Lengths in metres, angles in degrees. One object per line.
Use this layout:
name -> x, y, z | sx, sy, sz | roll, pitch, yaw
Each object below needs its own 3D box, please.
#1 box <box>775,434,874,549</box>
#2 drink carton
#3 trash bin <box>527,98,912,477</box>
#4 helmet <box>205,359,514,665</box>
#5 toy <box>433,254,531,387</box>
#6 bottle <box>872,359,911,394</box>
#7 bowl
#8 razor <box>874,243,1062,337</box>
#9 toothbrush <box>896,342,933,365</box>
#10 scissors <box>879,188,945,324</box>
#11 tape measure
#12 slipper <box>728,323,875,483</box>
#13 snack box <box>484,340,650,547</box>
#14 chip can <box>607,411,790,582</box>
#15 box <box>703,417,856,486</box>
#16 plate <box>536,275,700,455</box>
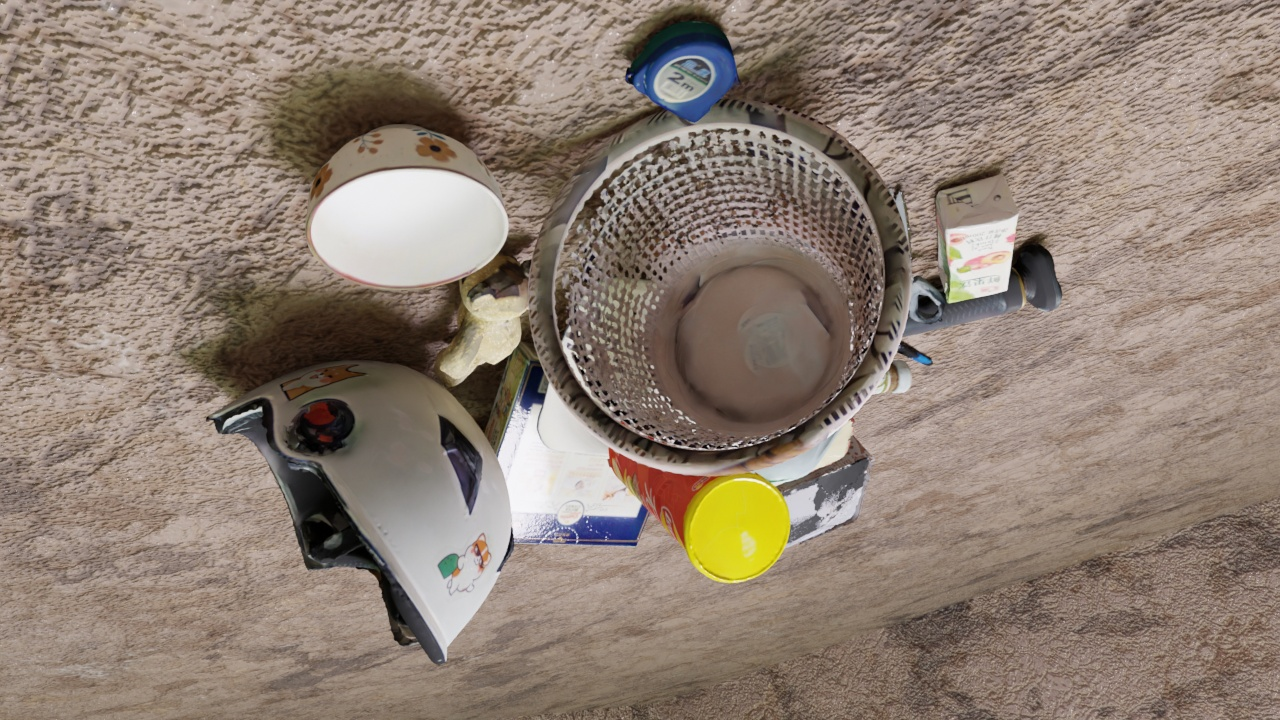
box -> 0.164, 0.176, 1.135 | 0.178, 0.126, 0.274 | -18, 161, -17
drink carton -> 0.269, -0.096, 0.741 | 0.053, 0.045, 0.122 | -13, 154, 12
trash bin -> 0.063, -0.031, 0.620 | 0.228, 0.227, 0.192 | -19, 166, 11
helmet -> -0.192, 0.095, 0.721 | 0.156, 0.274, 0.230 | -41, 132, -29
toy -> -0.121, -0.028, 0.694 | 0.104, 0.066, 0.158 | -36, 173, -34
bottle -> 0.176, 0.025, 0.925 | 0.206, 0.059, 0.060 | -5, 153, -16
bowl -> -0.138, -0.097, 0.537 | 0.113, 0.062, 0.114 | -12, 154, -6
razor -> 0.292, -0.054, 0.838 | 0.168, 0.062, 0.067 | -17, -175, 21
toothbrush -> 0.258, -0.013, 0.935 | 0.014, 0.016, 0.189 | -22, 154, 34
scissors -> 0.208, -0.084, 0.764 | 0.174, 0.014, 0.136 | 36, 157, -26
tape measure -> 0.026, -0.165, 0.518 | 0.058, 0.025, 0.055 | 15, 141, -41
slipper -> 0.129, 0.019, 0.775 | 0.104, 0.074, 0.244 | -4, -154, 31
snack box -> -0.055, 0.082, 0.835 | 0.177, 0.046, 0.183 | 10, 111, -33
chip can -> 0.034, 0.090, 0.674 | 0.073, 0.073, 0.216 | -6, -170, -14
box -> 0.141, 0.095, 0.975 | 0.168, 0.079, 0.091 | -20, 145, -13
plate -> -0.005, 0.004, 0.768 | 0.164, 0.034, 0.164 | 8, 114, -33
